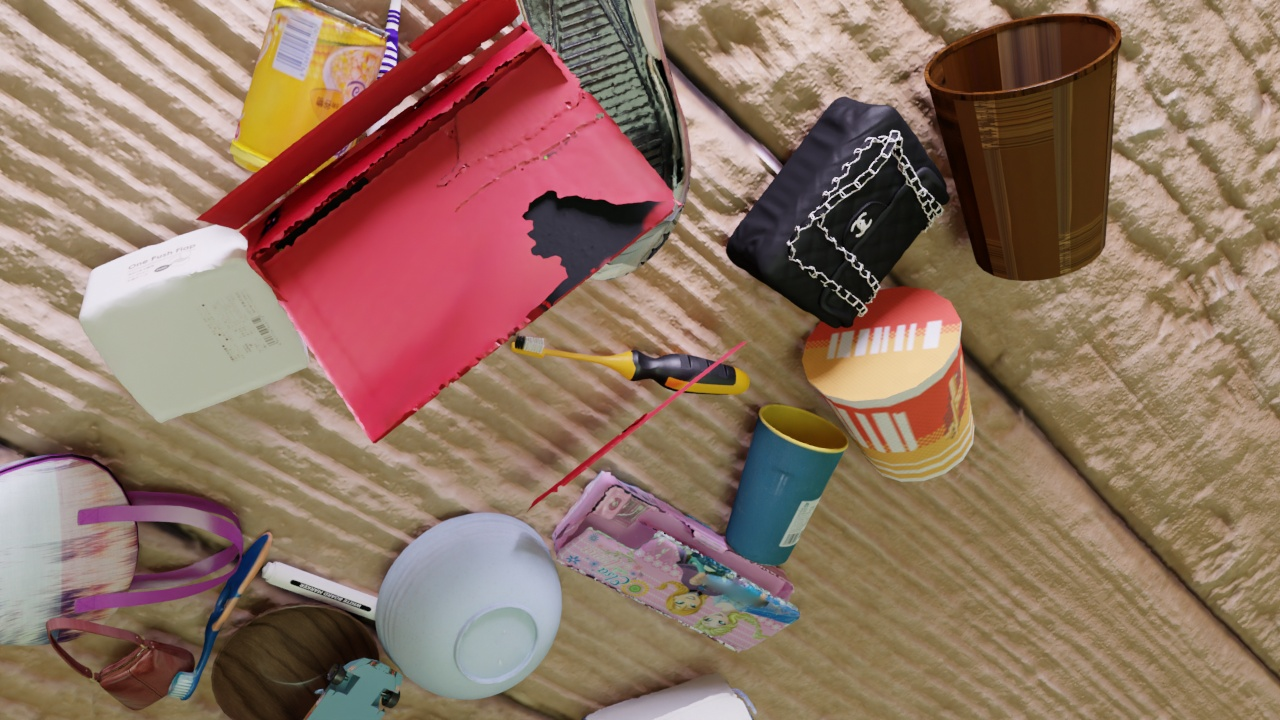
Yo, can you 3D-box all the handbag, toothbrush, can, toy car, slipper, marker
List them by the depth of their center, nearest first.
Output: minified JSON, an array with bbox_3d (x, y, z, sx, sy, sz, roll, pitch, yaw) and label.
[{"bbox_3d":[-0.199,-0.160,0.554,0.067,0.067,0.105,17,104,-25],"label":"can"},{"bbox_3d":[-0.163,-0.185,0.586,0.015,0.016,0.187,8,108,-23],"label":"toothbrush"},{"bbox_3d":[-0.033,-0.181,0.604,0.111,0.063,0.264,-23,125,-12],"label":"slipper"},{"bbox_3d":[-0.361,0.129,0.621,0.169,0.068,0.145,3,110,-28],"label":"handbag"},{"bbox_3d":[-0.367,0.204,0.636,0.055,0.029,0.120,-34,143,-10],"label":"handbag"},{"bbox_3d":[-0.306,0.185,0.669,0.017,0.021,0.135,32,84,-50],"label":"toothbrush"},{"bbox_3d":[0.164,-0.100,0.686,0.125,0.115,0.154,34,93,-30],"label":"handbag"},{"bbox_3d":[-0.229,0.268,0.700,0.060,0.027,0.108,37,90,-28],"label":"toy car"},{"bbox_3d":[-0.228,0.183,0.711,0.133,0.017,0.020,30,77,-27],"label":"marker"},{"bbox_3d":[-0.004,0.004,0.715,0.196,0.031,0.031,9,132,-19],"label":"toothbrush"},{"bbox_3d":[0.039,0.354,0.787,0.151,0.176,0.074,-13,113,-14],"label":"handbag"}]

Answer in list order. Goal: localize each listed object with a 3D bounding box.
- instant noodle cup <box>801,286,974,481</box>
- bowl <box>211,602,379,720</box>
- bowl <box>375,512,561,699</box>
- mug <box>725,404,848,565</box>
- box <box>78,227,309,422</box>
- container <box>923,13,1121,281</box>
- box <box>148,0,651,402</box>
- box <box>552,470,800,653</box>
[{"bbox_3d":[0.214,0.026,0.757,0.123,0.123,0.121,-35,126,-4],"label":"instant noodle cup"},{"bbox_3d":[-0.264,0.230,0.708,0.119,0.032,0.119,-7,113,-17],"label":"bowl"},{"bbox_3d":[-0.122,0.202,0.712,0.150,0.075,0.151,-9,111,-26],"label":"bowl"},{"bbox_3d":[0.118,0.108,0.777,0.078,0.078,0.121,8,112,-23],"label":"mug"},{"bbox_3d":[-0.281,-0.037,0.592,0.108,0.101,0.102,-20,134,-6],"label":"box"},{"bbox_3d":[0.301,-0.159,0.710,0.132,0.132,0.167,-28,123,-8],"label":"container"},{"bbox_3d":[-0.145,-0.128,0.424,0.213,0.128,0.425,-36,157,0],"label":"box"},{"bbox_3d":[0.037,0.184,0.782,0.230,0.063,0.085,34,97,-28],"label":"box"}]
